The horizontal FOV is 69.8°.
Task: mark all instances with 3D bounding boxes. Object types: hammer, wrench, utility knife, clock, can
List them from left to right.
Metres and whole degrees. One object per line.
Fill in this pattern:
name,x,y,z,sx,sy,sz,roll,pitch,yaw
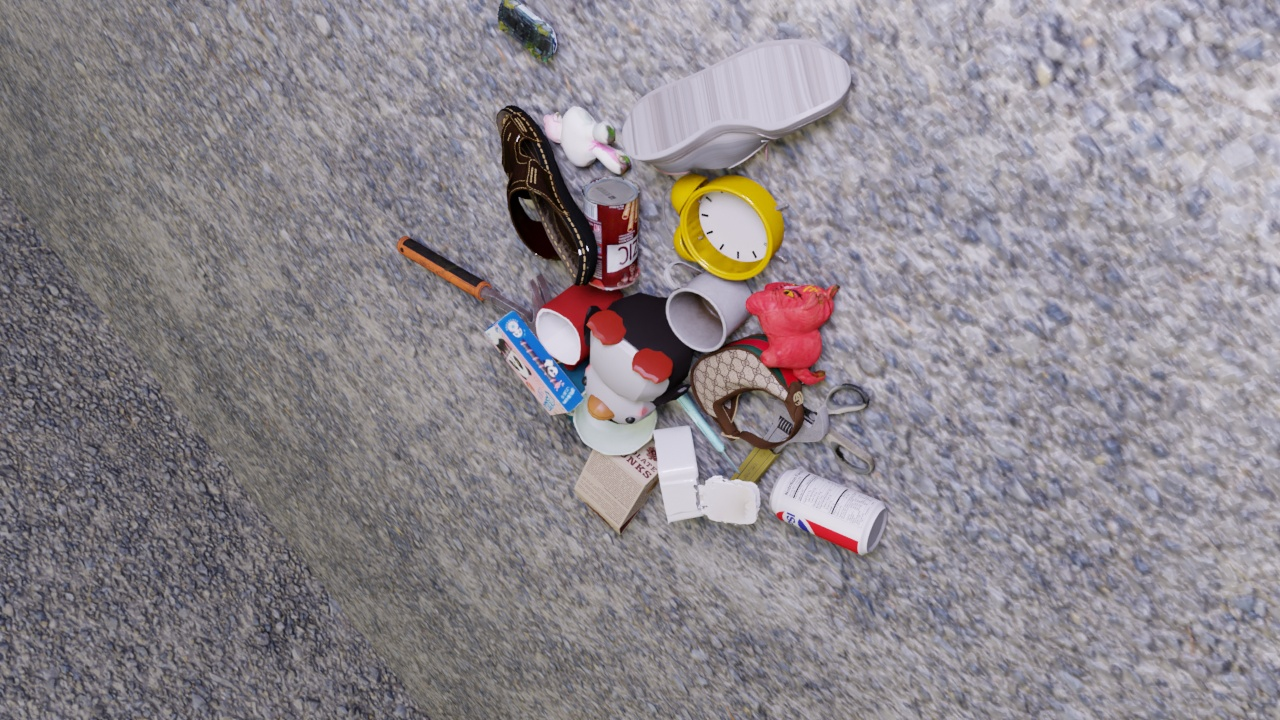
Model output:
hammer,-0.254,-0.124,1.392,0.314,0.034,0.138,30,138,24
utility knife,0.092,0.095,1.241,0.141,0.015,0.022,52,158,6
clock,0.090,-0.152,1.025,0.152,0.051,0.114,18,132,28
wrench,0.165,0.122,1.189,0.083,0.018,0.274,47,144,17
can,0.234,0.186,1.144,0.132,0.070,0.070,20,133,32

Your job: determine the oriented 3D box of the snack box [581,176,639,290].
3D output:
snack box,-0.036,-0.156,1.125,0.072,0.072,0.121,26,135,27

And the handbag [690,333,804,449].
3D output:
handbag,0.132,0.045,1.120,0.167,0.063,0.138,-22,92,53

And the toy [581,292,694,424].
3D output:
toy,-0.007,0.007,1.177,0.159,0.139,0.185,40,143,12

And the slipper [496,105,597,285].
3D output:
slipper,-0.130,-0.199,1.119,0.267,0.075,0.113,63,156,24

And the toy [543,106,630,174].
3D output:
toy,-0.067,-0.265,1.093,0.123,0.037,0.079,26,149,27

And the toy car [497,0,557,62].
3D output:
toy car,-0.129,-0.385,1.062,0.090,0.027,0.039,42,138,12

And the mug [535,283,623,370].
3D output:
mug,-0.080,-0.043,1.238,0.080,0.096,0.117,30,138,24

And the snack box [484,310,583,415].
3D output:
snack box,-0.146,0.006,1.252,0.154,0.033,0.088,52,160,-8

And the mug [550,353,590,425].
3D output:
mug,-0.095,0.032,1.337,0.078,0.078,0.121,7,129,41

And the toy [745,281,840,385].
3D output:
toy,0.183,-0.027,1.016,0.094,0.087,0.133,-10,115,36

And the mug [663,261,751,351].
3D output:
mug,0.075,-0.074,1.083,0.084,0.070,0.113,-19,106,50

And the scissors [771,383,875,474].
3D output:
scissors,0.223,0.071,1.106,0.171,0.012,0.158,44,143,9

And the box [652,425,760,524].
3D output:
box,0.092,0.164,1.241,0.132,0.151,0.107,-12,127,3

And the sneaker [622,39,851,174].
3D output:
sneaker,0.103,-0.244,0.922,0.237,0.089,0.099,-9,81,27

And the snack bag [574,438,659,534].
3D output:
snack bag,-0.038,0.191,1.410,0.094,0.069,0.207,40,141,12

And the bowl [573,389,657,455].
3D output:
bowl,-0.034,0.070,1.300,0.117,0.061,0.117,0,110,1
